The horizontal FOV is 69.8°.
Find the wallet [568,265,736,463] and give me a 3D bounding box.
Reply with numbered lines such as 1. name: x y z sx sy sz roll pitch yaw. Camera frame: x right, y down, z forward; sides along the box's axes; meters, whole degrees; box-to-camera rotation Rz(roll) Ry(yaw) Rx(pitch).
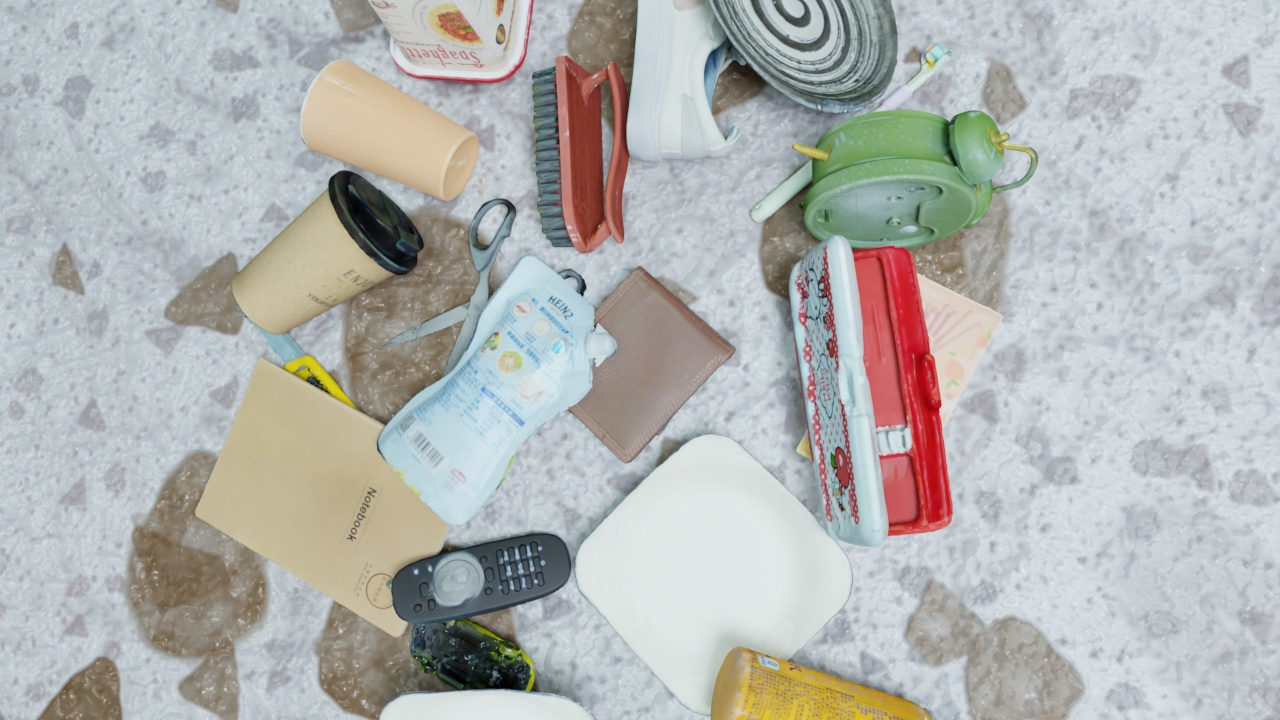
1. wallet: -0.004 0.004 0.701 0.101 0.032 0.124 43 94 8

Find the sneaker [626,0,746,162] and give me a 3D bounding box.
1. sneaker: 0.046 -0.268 0.689 0.091 0.089 0.242 4 86 8

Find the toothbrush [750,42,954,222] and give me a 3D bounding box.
1. toothbrush: 0.157 -0.171 0.696 0.189 0.029 0.020 -41 120 5

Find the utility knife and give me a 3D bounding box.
1. utility knife: -0.261 0.030 0.749 0.033 0.015 0.223 -44 80 4

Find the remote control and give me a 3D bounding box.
1. remote control: -0.120 0.167 0.699 0.136 0.024 0.053 -12 68 -5

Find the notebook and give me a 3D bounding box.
1. notebook: -0.249 0.108 0.733 0.208 0.008 0.148 27 98 12

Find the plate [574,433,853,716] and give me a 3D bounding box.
1. plate: 0.053 0.154 0.673 0.163 0.034 0.164 -44 79 3

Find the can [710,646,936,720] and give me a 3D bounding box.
1. can: 0.123 0.242 0.620 0.146 0.058 0.058 20 88 -7

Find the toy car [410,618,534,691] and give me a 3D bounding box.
1. toy car: -0.128 0.226 0.700 0.105 0.032 0.048 19 88 22

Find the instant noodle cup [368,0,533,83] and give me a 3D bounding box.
1. instant noodle cup: -0.151 -0.288 0.706 0.116 0.124 0.116 6 86 10

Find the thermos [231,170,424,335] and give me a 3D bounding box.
1. thermos: -0.247 -0.082 0.725 0.143 0.093 0.093 -32 80 13

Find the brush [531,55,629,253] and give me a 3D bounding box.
1. brush: -0.042 -0.155 0.705 0.069 0.063 0.145 -4 85 23

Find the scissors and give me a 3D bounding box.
1. scissors: -0.125 -0.045 0.737 0.159 0.014 0.181 10 89 13

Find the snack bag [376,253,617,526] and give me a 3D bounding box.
1. snack bag: -0.107 0.022 0.686 0.191 0.039 0.110 -48 62 0

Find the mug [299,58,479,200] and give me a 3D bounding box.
1. mug: -0.196 -0.178 0.732 0.123 0.078 0.078 27 89 6

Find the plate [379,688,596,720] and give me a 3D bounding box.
1. plate: -0.102 0.301 0.666 0.164 0.034 0.164 -1 107 7

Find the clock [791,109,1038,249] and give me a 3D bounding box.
1. clock: 0.189 -0.125 0.638 0.161 0.116 0.056 -1 74 12

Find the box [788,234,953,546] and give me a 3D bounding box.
1. box: 0.151 0.019 0.608 0.095 0.100 0.201 -8 83 11

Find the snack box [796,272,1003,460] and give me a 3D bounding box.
1. snack box: 0.187 0.018 0.667 0.084 0.026 0.157 28 89 11

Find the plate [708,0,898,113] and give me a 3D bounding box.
1. plate: 0.114 -0.258 0.668 0.179 0.024 0.179 9 70 -26
